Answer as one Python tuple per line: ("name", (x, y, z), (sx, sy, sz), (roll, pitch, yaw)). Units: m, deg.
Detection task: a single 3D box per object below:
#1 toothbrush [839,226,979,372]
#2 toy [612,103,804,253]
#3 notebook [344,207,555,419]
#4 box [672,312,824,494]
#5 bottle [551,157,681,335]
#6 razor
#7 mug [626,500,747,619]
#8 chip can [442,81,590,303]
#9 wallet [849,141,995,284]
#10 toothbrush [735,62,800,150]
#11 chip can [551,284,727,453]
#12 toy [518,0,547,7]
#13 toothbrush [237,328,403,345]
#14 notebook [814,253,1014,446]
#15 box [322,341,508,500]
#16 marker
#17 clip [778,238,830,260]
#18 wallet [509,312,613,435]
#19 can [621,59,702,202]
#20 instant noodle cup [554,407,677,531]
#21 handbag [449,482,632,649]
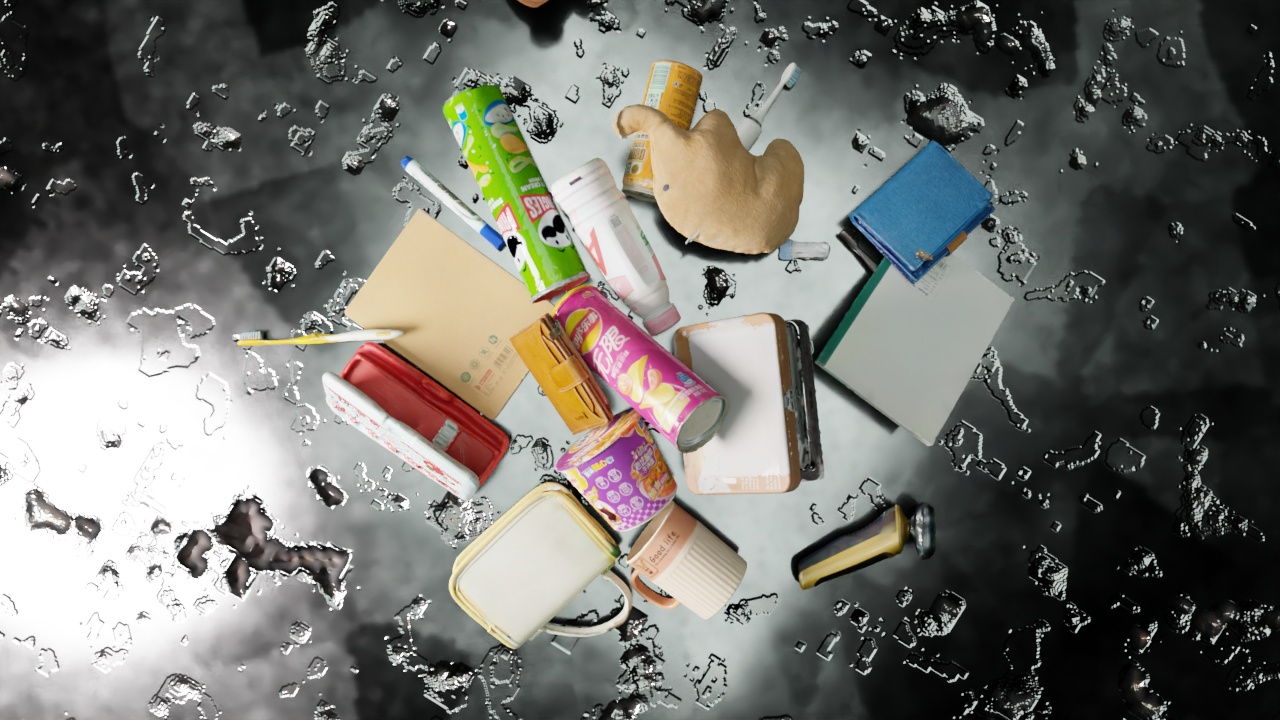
("toothbrush", (0.295, -0.066, 1.018), (0.212, 0.026, 0.027), (48, 58, 1))
("toy", (0.073, -0.190, 0.960), (0.225, 0.083, 0.143), (17, 77, -24))
("notebook", (-0.207, -0.052, 1.030), (0.207, 0.008, 0.148), (36, 90, 0))
("box", (0.111, 0.044, 0.948), (0.150, 0.168, 0.182), (-6, 91, -1))
("bottle", (-0.021, -0.119, 0.995), (0.068, 0.068, 0.197), (-30, 98, 1))
("razor", (0.249, 0.209, 1.007), (0.167, 0.062, 0.067), (-25, 60, 6))
("mug", (0.042, 0.227, 1.000), (0.106, 0.081, 0.115), (38, 117, -1))
("chip can", (-0.136, -0.182, 0.998), (0.072, 0.072, 0.236), (-25, 90, 0))
("wallet", (0.310, -0.162, 1.001), (0.133, 0.040, 0.106), (-42, 83, -10))
("toothbrush", (0.107, -0.238, 1.017), (0.026, 0.027, 0.221), (36, 90, -38))
("chip can", (-0.006, 0.006, 0.946), (0.071, 0.071, 0.210), (-49, 57, 0))
("toy", (-0.072, -0.471, 0.975), (0.199, 0.130, 0.140), (-31, 84, -9))
("toothbrush", (-0.357, -0.028, 1.023), (0.191, 0.016, 0.018), (-3, 82, 5))
("notebook", (0.299, -0.033, 0.988), (0.150, 0.012, 0.208), (37, 70, 1))
("box", (-0.247, 0.068, 0.987), (0.201, 0.099, 0.095), (35, 91, 0))
("marker", (-0.209, -0.176, 1.025), (0.146, 0.017, 0.017), (41, 91, 0))
("clip", (0.182, -0.122, 1.020), (0.057, 0.028, 0.024), (6, 89, 10))
("wallet", (-0.080, 0.014, 0.974), (0.035, 0.119, 0.130), (-35, 95, -23))
("can", (0.023, -0.248, 1.001), (0.058, 0.058, 0.146), (15, 91, 0))
("instant noodle cup", (-0.020, 0.122, 0.985), (0.111, 0.111, 0.099), (-33, 98, 1))
("handbag", (-0.099, 0.242, 1.010), (0.163, 0.063, 0.179), (-43, 99, 0))
